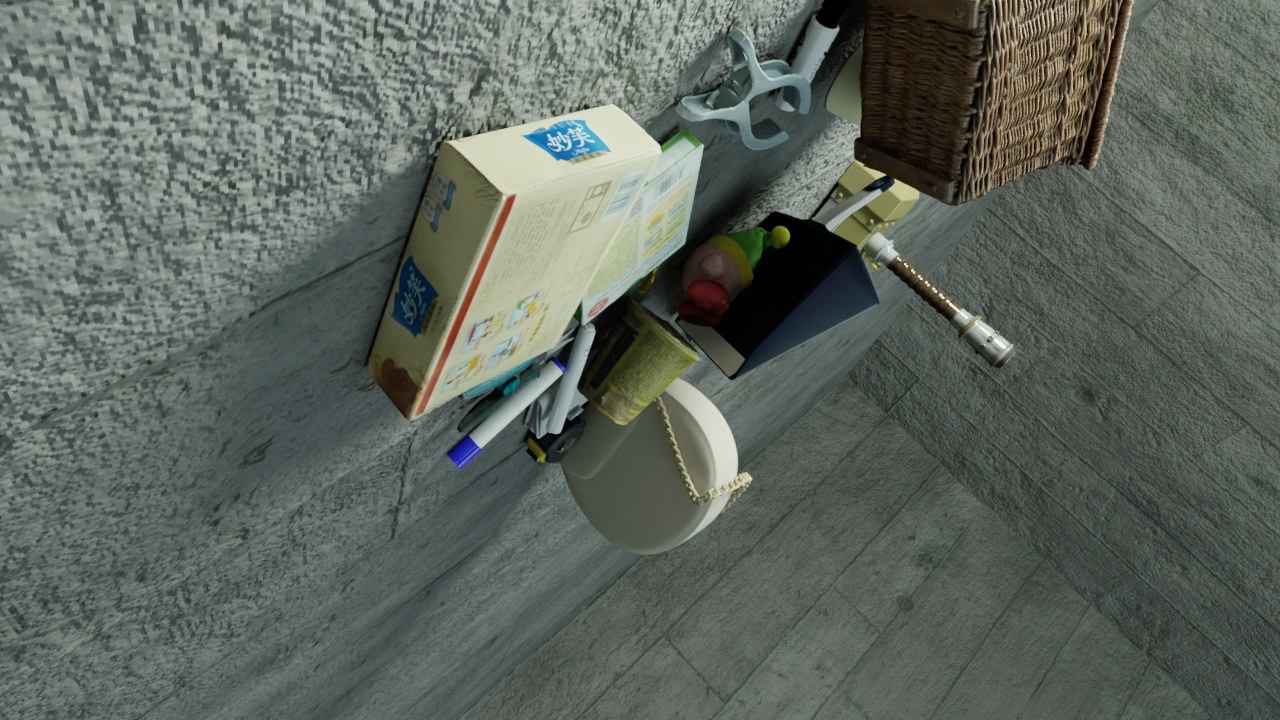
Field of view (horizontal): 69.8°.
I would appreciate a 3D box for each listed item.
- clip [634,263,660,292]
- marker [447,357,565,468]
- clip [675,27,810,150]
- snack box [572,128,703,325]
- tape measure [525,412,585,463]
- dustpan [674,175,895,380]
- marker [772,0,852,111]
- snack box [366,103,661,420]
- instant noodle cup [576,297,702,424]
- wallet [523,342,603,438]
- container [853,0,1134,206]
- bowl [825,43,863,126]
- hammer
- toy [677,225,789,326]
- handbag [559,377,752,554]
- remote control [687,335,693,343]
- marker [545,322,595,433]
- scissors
[{"bbox_3d":[0.000,-0.089,0.899,0.053,0.035,0.046,-51,-177,30],"label":"clip"},{"bbox_3d":[-0.131,0.052,0.909,0.141,0.020,0.020,-43,166,-8],"label":"marker"},{"bbox_3d":[0.100,-0.225,0.739,0.163,0.028,0.108,-8,139,-57],"label":"clip"},{"bbox_3d":[-0.009,-0.109,0.787,0.131,0.027,0.168,-40,166,-16],"label":"snack box"},{"bbox_3d":[-0.098,0.088,1.065,0.071,0.042,0.072,-46,164,16],"label":"tape measure"},{"bbox_3d":[0.171,-0.109,1.018,0.273,0.080,0.236,-27,-159,-3],"label":"dustpan"},{"bbox_3d":[0.148,-0.268,0.784,0.025,0.025,0.126,-35,163,-35],"label":"marker"},{"bbox_3d":[-0.089,-0.066,0.624,0.152,0.055,0.208,-30,160,-46],"label":"snack box"},{"bbox_3d":[-0.006,0.006,0.954,0.108,0.102,0.102,-50,165,8],"label":"instant noodle cup"},{"bbox_3d":[-0.074,0.035,1.004,0.116,0.032,0.086,-38,162,-26],"label":"wallet"},{"bbox_3d":[0.301,-0.269,0.815,0.183,0.162,0.250,-31,136,-20],"label":"container"},{"bbox_3d":[0.261,-0.285,0.953,0.117,0.074,0.118,-42,166,-13],"label":"bowl"},{"bbox_3d":[0.380,-0.111,1.265,0.191,0.325,0.100,-52,164,27],"label":"hammer"},{"bbox_3d":[0.099,-0.098,1.012,0.124,0.097,0.131,91,21,-71],"label":"toy"},{"bbox_3d":[0.006,0.125,1.117,0.211,0.208,0.103,-52,161,27],"label":"handbag"},{"bbox_3d":[0.079,-0.057,1.211,0.033,0.013,0.137,-42,166,-12],"label":"remote control"},{"bbox_3d":[-0.072,0.019,0.935,0.020,0.017,0.134,-33,149,-56],"label":"marker"},{"bbox_3d":[-0.119,0.015,0.844,0.149,0.019,0.122,-51,162,2],"label":"scissors"}]
